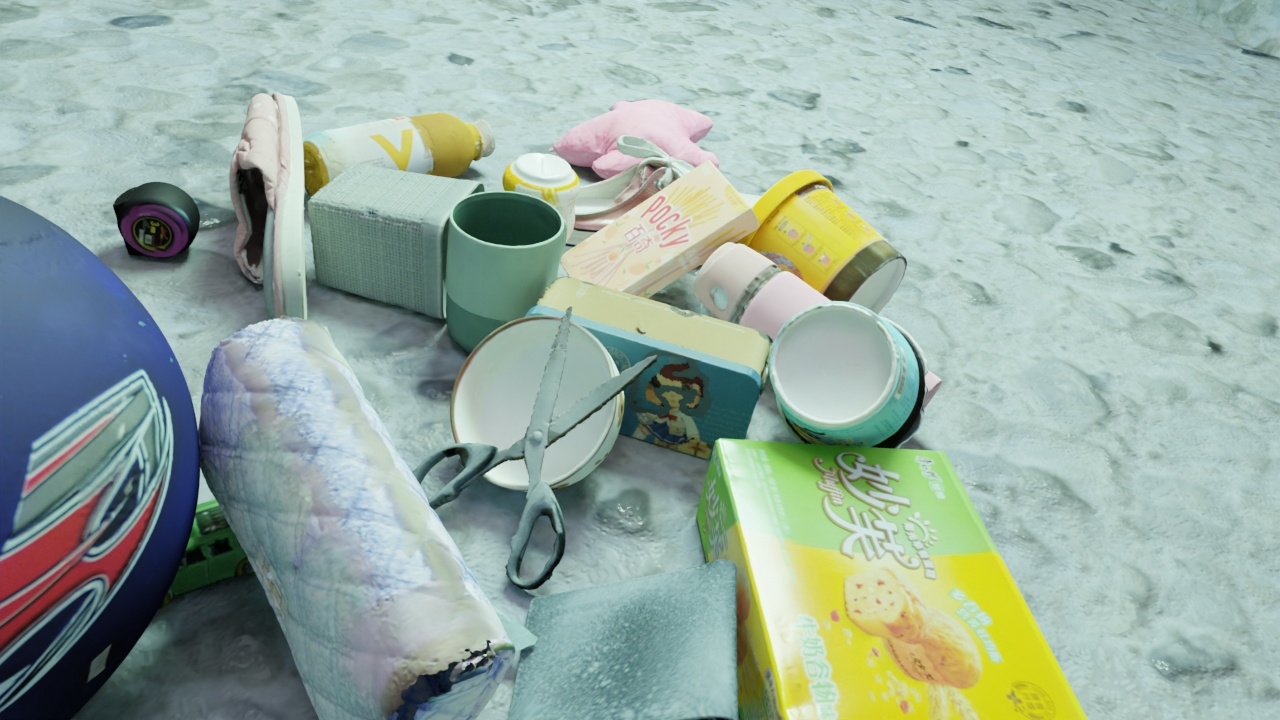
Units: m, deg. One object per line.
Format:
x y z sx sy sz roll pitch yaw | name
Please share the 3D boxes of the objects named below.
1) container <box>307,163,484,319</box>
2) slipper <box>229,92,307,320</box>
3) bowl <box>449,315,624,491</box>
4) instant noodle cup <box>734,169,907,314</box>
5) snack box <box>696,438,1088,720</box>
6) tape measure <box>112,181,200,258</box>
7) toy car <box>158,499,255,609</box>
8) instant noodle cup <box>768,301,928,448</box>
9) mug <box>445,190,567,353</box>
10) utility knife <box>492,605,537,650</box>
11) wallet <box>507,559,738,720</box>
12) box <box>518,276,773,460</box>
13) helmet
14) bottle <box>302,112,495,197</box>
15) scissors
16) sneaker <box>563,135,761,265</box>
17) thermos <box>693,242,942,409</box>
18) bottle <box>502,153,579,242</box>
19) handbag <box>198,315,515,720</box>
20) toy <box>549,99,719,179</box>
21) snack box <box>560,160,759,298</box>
-0.194 -0.099 0.734 0.114 0.090 0.090 13 36 7 | container
-0.291 -0.120 0.718 0.054 0.114 0.274 -3 45 -21 | slipper
-0.060 0.032 0.599 0.113 0.113 0.062 31 -3 24 | bowl
0.155 -0.085 0.792 0.118 0.119 0.114 -25 57 -39 | instant noodle cup
0.127 0.140 0.519 0.157 0.070 0.209 4 38 -11 | snack box
-0.379 -0.111 0.722 0.058 0.057 0.039 -4 38 -6 | tape measure
-0.240 0.100 0.501 0.091 0.036 0.043 -20 48 -30 | toy car
0.132 0.011 0.605 0.111 0.111 0.120 28 2 21 | instant noodle cup
-0.096 -0.067 0.700 0.082 0.107 0.111 28 40 22 | mug
-0.147 0.108 0.527 0.217 0.013 0.029 26 45 22 | utility knife
-0.008 0.152 0.472 0.121 0.019 0.097 -13 33 14 | wallet
-0.004 0.004 0.649 0.184 0.090 0.060 14 38 6 | box
-0.326 0.073 0.350 0.240 0.248 0.314 39 52 0 | helmet
-0.223 -0.194 0.865 0.189 0.068 0.068 -24 49 -39 | bottle
-0.063 0.053 0.553 0.181 0.014 0.159 -24 67 9 | scissors
0.027 -0.149 0.857 0.240 0.088 0.118 -1 38 -16 | sneaker
0.128 -0.010 0.717 0.198 0.087 0.067 37 44 20 | thermos
-0.087 -0.114 0.763 0.063 0.109 0.063 8 36 -6 | bottle
-0.141 0.090 0.433 0.075 0.134 0.194 -20 61 -39 | handbag
-0.008 -0.235 0.978 0.178 0.075 0.194 -1 34 0 | toy
0.013 -0.099 0.770 0.157 0.026 0.084 -33 46 3 | snack box
